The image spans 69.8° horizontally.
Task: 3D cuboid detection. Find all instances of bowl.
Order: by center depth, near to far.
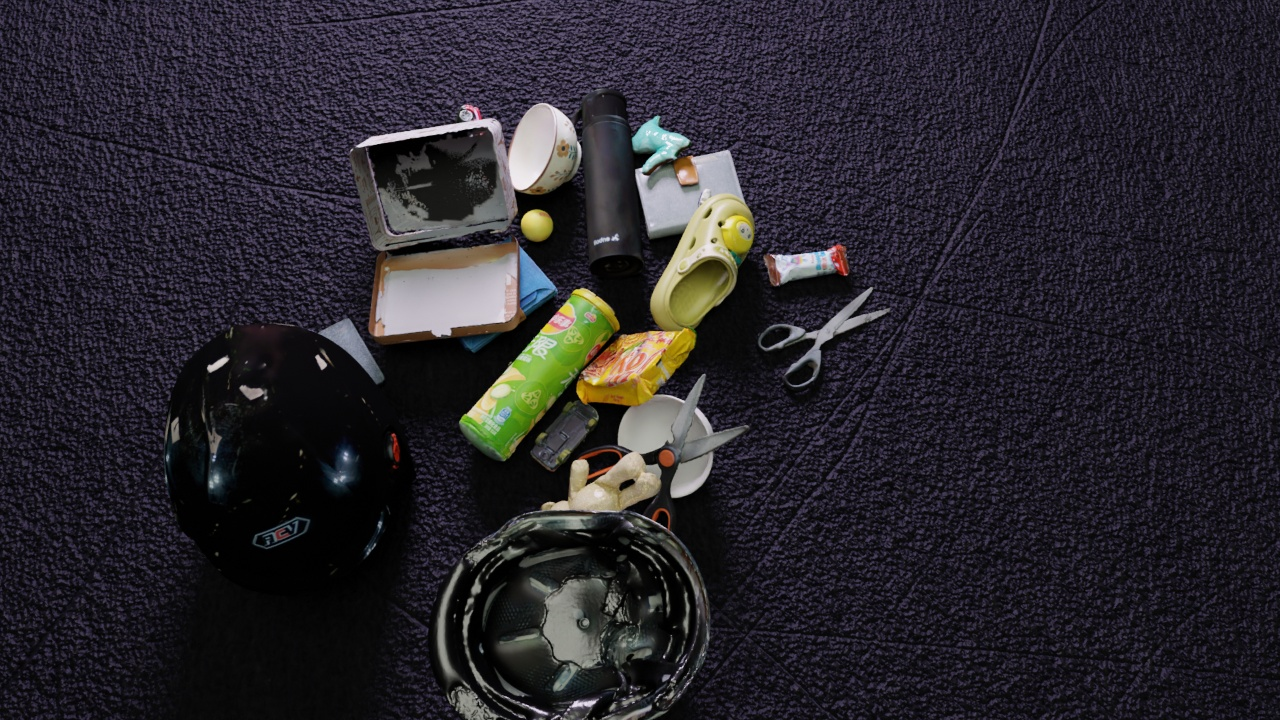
[{"bbox_3d":[0.040,0.090,1.043,0.118,0.064,0.118,6,104,27],"label":"bowl"},{"bbox_3d":[-0.115,-0.262,1.165,0.062,0.114,0.113,12,65,-38],"label":"bowl"}]

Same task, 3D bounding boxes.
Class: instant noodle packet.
[{"bbox_3d":[-0.006,0.006,1.046,0.110,0.129,0.044,-51,117,-29],"label":"instant noodle packet"}]

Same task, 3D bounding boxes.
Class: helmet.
[{"bbox_3d":[-0.061,0.268,0.941,0.274,0.157,0.230,-16,74,5],"label":"helmet"},{"bbox_3d":[-0.372,0.098,0.957,0.233,0.230,0.274,-21,49,-6],"label":"helmet"}]

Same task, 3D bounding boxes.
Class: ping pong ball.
[{"bbox_3d":[-0.130,-0.169,1.155,0.040,0.040,0.040,0,70,0],"label":"ping pong ball"}]

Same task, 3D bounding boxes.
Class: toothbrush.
[{"bbox_3d":[0.057,-0.129,1.137,0.015,0.018,0.181,18,85,-5],"label":"toothbrush"}]

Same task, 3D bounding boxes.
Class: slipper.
[{"bbox_3d":[0.088,-0.111,1.103,0.091,0.082,0.190,39,78,-34],"label":"slipper"}]

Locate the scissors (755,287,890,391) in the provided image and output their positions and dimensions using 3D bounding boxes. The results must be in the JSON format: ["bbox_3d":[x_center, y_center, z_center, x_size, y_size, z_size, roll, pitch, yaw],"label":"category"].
[{"bbox_3d":[0.225,-0.029,1.123,0.163,0.014,0.165,10,69,1],"label":"scissors"}]

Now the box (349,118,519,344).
[{"bbox_3d":[-0.240,-0.154,1.104,0.179,0.130,0.272,-7,85,4],"label":"box"}]

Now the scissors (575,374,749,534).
[{"bbox_3d":[0.021,0.124,1.009,0.221,0.021,0.225,-3,94,29],"label":"scissors"}]

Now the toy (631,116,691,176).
[{"bbox_3d":[0.021,-0.277,1.184,0.092,0.030,0.096,27,68,39],"label":"toy"}]

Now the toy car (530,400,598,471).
[{"bbox_3d":[-0.087,0.087,1.067,0.042,0.035,0.090,37,69,10],"label":"toy car"}]

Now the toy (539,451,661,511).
[{"bbox_3d":[-0.043,0.154,0.996,0.158,0.066,0.105,-37,90,31],"label":"toy"}]

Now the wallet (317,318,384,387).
[{"bbox_3d":[-0.380,0.016,1.101,0.120,0.019,0.097,-31,76,-12],"label":"wallet"}]

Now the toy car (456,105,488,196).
[{"bbox_3d":[-0.211,-0.270,1.185,0.045,0.053,0.120,-9,76,-26],"label":"toy car"}]

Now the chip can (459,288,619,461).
[{"bbox_3d":[-0.118,0.017,1.072,0.072,0.073,0.221,37,75,12],"label":"chip can"}]

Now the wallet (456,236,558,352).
[{"bbox_3d":[-0.182,-0.081,1.126,0.133,0.040,0.106,-37,70,-12],"label":"wallet"}]

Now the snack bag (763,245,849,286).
[{"bbox_3d":[0.209,-0.119,1.146,0.105,0.026,0.045,-9,74,-1],"label":"snack bag"}]

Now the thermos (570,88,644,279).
[{"bbox_3d":[-0.047,-0.223,1.168,0.090,0.068,0.242,-17,66,28],"label":"thermos"}]

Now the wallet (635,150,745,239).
[{"bbox_3d":[0.064,-0.215,1.174,0.129,0.037,0.106,-11,72,-4],"label":"wallet"}]
